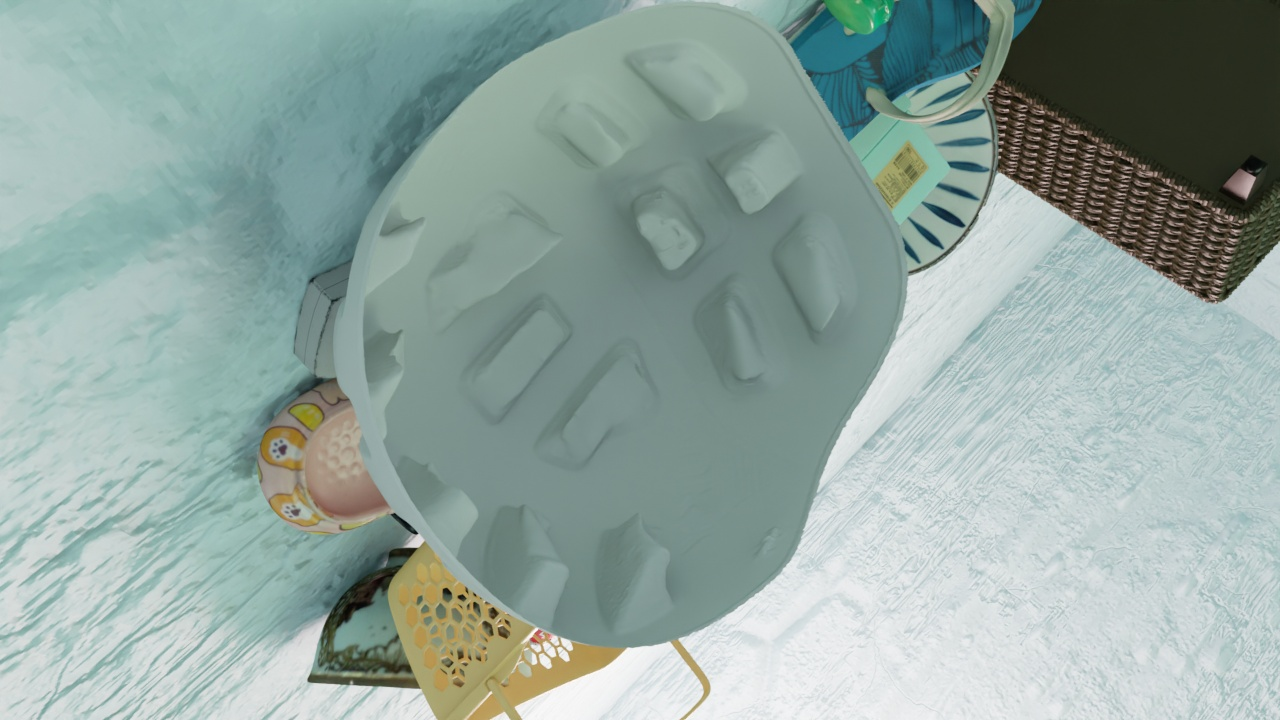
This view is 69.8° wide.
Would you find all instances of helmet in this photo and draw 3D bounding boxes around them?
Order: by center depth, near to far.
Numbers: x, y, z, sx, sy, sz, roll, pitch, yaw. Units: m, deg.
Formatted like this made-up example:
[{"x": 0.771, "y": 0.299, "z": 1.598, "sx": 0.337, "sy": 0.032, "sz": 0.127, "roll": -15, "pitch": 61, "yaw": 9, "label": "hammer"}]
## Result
[{"x": -0.007, "y": -0.013, "z": 0.395, "sx": 0.184, "sy": 0.224, "sz": 0.281, "roll": -32, "pitch": -159, "yaw": 37, "label": "helmet"}]

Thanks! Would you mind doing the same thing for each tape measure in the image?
[{"x": -0.130, "y": -0.021, "z": 0.434, "sx": 0.062, "sy": 0.020, "sz": 0.060, "roll": -31, "pitch": 155, "yaw": -41, "label": "tape measure"}]

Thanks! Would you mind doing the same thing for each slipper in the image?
[{"x": -0.095, "y": 0.032, "z": 0.480, "sx": 0.196, "sy": 0.082, "sz": 0.093, "roll": -21, "pitch": 114, "yaw": -33, "label": "slipper"}, {"x": 0.187, "y": -0.218, "z": 0.609, "sx": 0.294, "sy": 0.060, "sz": 0.118, "roll": -38, "pitch": 121, "yaw": -17, "label": "slipper"}]

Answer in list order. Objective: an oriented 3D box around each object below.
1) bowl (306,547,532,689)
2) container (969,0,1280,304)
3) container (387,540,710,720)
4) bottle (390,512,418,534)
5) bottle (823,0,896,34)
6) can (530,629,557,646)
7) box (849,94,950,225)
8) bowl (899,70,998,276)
[{"x": -0.150, "y": 0.186, "z": 0.658, "sx": 0.160, "sy": 0.160, "sz": 0.093, "roll": 71, "pitch": 21, "yaw": -69, "label": "bowl"}, {"x": 0.413, "y": -0.231, "z": 0.766, "sx": 0.176, "sy": 0.321, "sz": 0.205, "roll": -49, "pitch": 155, "yaw": 4, "label": "container"}, {"x": -0.038, "y": 0.163, "z": 0.570, "sx": 0.129, "sy": 0.167, "sz": 0.183, "roll": -49, "pitch": 156, "yaw": 19, "label": "container"}, {"x": -0.095, "y": 0.040, "z": 0.575, "sx": 0.160, "sy": 0.056, "sz": 0.056, "roll": -44, "pitch": 161, "yaw": -10, "label": "bottle"}, {"x": 0.191, "y": -0.283, "z": 0.540, "sx": 0.209, "sy": 0.068, "sz": 0.068, "roll": -48, "pitch": 161, "yaw": 0, "label": "bottle"}, {"x": -0.079, "y": 0.219, "z": 0.938, "sx": 0.143, "sy": 0.074, "sz": 0.074, "roll": -54, "pitch": 160, "yaw": 17, "label": "can"}, {"x": 0.133, "y": -0.119, "z": 0.675, "sx": 0.186, "sy": 0.136, "sz": 0.033, "roll": -49, "pitch": -160, "yaw": 1, "label": "box"}, {"x": 0.189, "y": -0.158, "z": 0.734, "sx": 0.177, "sy": 0.177, "sz": 0.071, "roll": -48, "pitch": -155, "yaw": 1, "label": "bowl"}]
